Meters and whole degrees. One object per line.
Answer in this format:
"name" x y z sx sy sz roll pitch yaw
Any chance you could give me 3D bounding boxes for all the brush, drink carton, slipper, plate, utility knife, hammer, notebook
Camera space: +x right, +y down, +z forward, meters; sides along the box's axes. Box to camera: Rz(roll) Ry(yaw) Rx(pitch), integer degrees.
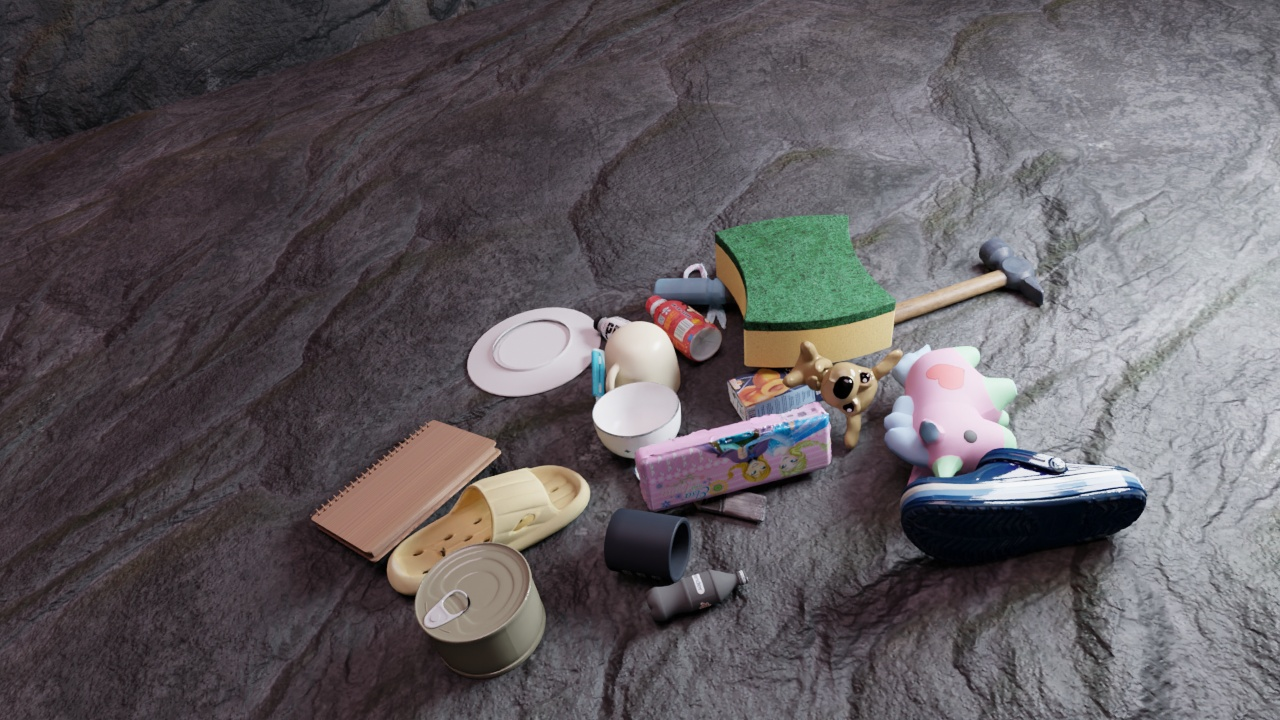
"brush" 0.081 0.165 1.099 0.151 0.012 0.038 7 43 26
"drink carton" 0.186 0.034 1.202 0.130 0.040 0.064 -20 40 -8
"slipper" 0.390 0.144 0.958 0.253 0.105 0.095 -4 47 -2
"slipper" -0.190 0.186 1.105 0.261 0.079 0.111 -28 37 -16
"plate" -0.163 -0.021 1.394 0.209 0.015 0.208 -9 39 7
"utility knife" -0.059 0.026 1.306 0.022 0.015 0.124 22 35 -23
"brush" 0.218 -0.101 1.260 0.195 0.075 0.249 -8 39 -2
"hammer" 0.396 -0.078 1.281 0.321 0.040 0.129 -19 43 -4
"notebook" -0.306 0.159 1.187 0.169 0.022 0.209 11 44 46

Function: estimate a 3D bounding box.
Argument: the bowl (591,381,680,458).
"bowl" -0.002 0.084 1.176 0.113 0.063 0.113 -8 33 5

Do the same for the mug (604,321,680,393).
"mug" -0.007 0.007 1.245 0.096 0.100 0.119 20 50 35

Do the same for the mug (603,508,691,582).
"mug" 0.015 0.201 1.038 0.077 0.071 0.104 5 16 22

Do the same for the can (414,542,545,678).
"can" -0.172 0.271 0.997 0.128 0.073 0.127 -8 39 7

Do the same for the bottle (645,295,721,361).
"bottle" 0.055 -0.053 1.331 0.062 0.062 0.137 -29 42 -18

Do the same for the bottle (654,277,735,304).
"bottle" 0.087 -0.104 1.382 0.130 0.040 0.040 0 41 19

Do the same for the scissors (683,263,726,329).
"scissors" 0.100 -0.098 1.413 0.105 0.016 0.178 0 44 16

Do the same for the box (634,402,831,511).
"box" 0.102 0.098 1.102 0.230 0.086 0.105 -14 31 -7

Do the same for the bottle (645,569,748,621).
"bottle" 0.061 0.248 0.984 0.110 0.036 0.036 -17 39 -3

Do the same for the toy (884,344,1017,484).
"toy" 0.350 0.057 1.079 0.171 0.120 0.222 -12 39 -13

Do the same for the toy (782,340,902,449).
"toy" 0.236 0.025 1.113 0.108 0.105 0.134 29 98 21

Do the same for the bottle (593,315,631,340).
"bottle" -0.023 -0.039 1.353 0.116 0.041 0.041 24 52 37
